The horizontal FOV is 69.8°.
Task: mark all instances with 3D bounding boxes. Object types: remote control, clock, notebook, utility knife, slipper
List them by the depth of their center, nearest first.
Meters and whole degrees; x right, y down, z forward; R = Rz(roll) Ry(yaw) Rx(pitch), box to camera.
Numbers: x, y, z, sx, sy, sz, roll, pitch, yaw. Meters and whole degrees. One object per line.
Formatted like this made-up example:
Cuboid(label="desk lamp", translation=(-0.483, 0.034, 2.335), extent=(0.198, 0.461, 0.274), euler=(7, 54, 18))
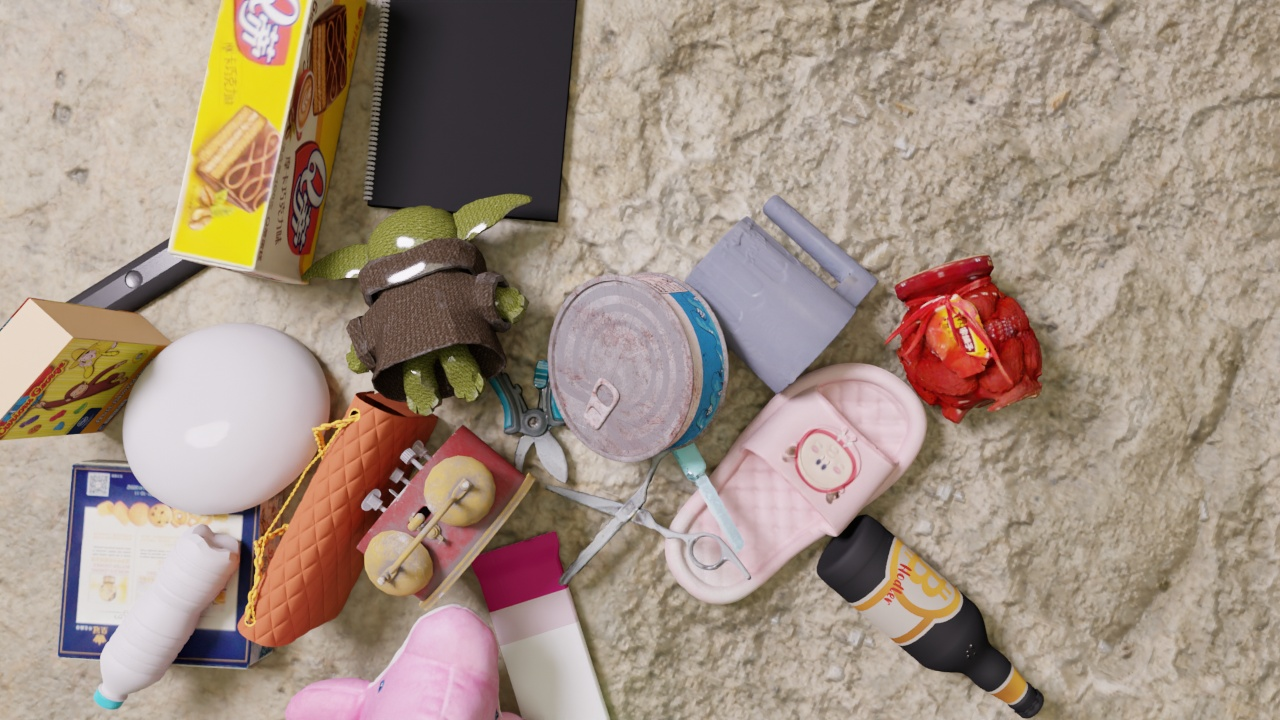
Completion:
Cuboid(label="clock", translation=(-0.142, 0.102, 0.625), extent=(0.081, 0.159, 0.117), euler=(40, 89, -4))
Cuboid(label="utility knife", translation=(0.032, 0.066, 0.664), extent=(0.022, 0.015, 0.165), euler=(-28, 65, -5))
Cuboid(label="slipper", translation=(0.109, 0.089, 0.672), extent=(0.221, 0.055, 0.107), euler=(-42, 87, 2))
Cuboid(label="notebook", translation=(-0.129, -0.215, 0.704), extent=(0.149, 0.016, 0.206), euler=(5, 89, 0))
Cuboid(label="remote control", translation=(-0.382, -0.064, 0.705), extent=(0.147, 0.015, 0.033), euler=(-32, 88, 0))

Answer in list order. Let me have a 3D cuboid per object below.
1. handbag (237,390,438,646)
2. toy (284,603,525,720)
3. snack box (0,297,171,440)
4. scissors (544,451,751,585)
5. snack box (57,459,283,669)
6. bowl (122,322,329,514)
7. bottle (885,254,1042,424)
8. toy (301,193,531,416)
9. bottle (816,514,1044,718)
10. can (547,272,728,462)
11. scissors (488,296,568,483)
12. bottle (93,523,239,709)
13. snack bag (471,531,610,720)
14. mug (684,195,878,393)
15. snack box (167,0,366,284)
Cuboid(label="handbag", translation=(-0.220, 0.105, 0.651), extent=(0.060, 0.109, 0.172), euler=(27, 89, 2))
Cuboid(label="toy", translation=(-0.159, 0.290, 0.618), extent=(0.186, 0.127, 0.266), euler=(16, 112, -8))
Cuboid(label="snack box", translation=(-0.405, 0.008, 0.649), extent=(0.040, 0.126, 0.088), euler=(41, 89, 2))
Cuboid(label="scissors", translation=(0.005, 0.113, 0.667), extent=(0.175, 0.014, 0.141), euler=(19, 75, 25))
Cuboid(label="snack box", translation=(-0.349, 0.150, 0.686), extent=(0.144, 0.042, 0.145), euler=(4, 89, 1))
Cuboid(label="bowl", translation=(-0.306, 0.034, 0.663), extent=(0.149, 0.043, 0.149), euler=(0, 67, 0))
Cuboid(label="bottle", translation=(0.229, -0.013, 0.652), extent=(0.099, 0.099, 0.111), euler=(-16, 84, 1))
Cuboid(label="toy", translation=(-0.151, -0.039, 0.657), extent=(0.179, 0.078, 0.152), euler=(-18, 66, 7))
Cuboid(label="bottle", translation=(0.215, 0.191, 0.664), extent=(0.181, 0.059, 0.059), euler=(40, 90, 2))
Cuboid(label="can", translation=(-0.004, 0.004, 0.646), extent=(0.130, 0.044, 0.130), euler=(7, 101, 38))
Cuboid(label="scissors", translation=(-0.090, 0.016, 0.696), extent=(0.124, 0.019, 0.155), euler=(24, 88, 2))
Cuboid(label="bottle", translation=(-0.333, 0.181, 0.640), extent=(0.044, 0.044, 0.136), euler=(34, 88, 2))
Cuboid(label="snack bag", translation=(-0.067, 0.232, 0.691), extent=(0.070, 0.016, 0.196), euler=(-18, 88, 3))
Cuboid(label="mug", translation=(0.102, -0.054, 0.670), extent=(0.104, 0.084, 0.123), euler=(42, 66, 4))
Cuboid(label="snack box", translation=(-0.262, -0.175, 0.659), extent=(0.061, 0.110, 0.230), euler=(12, 89, -2))
